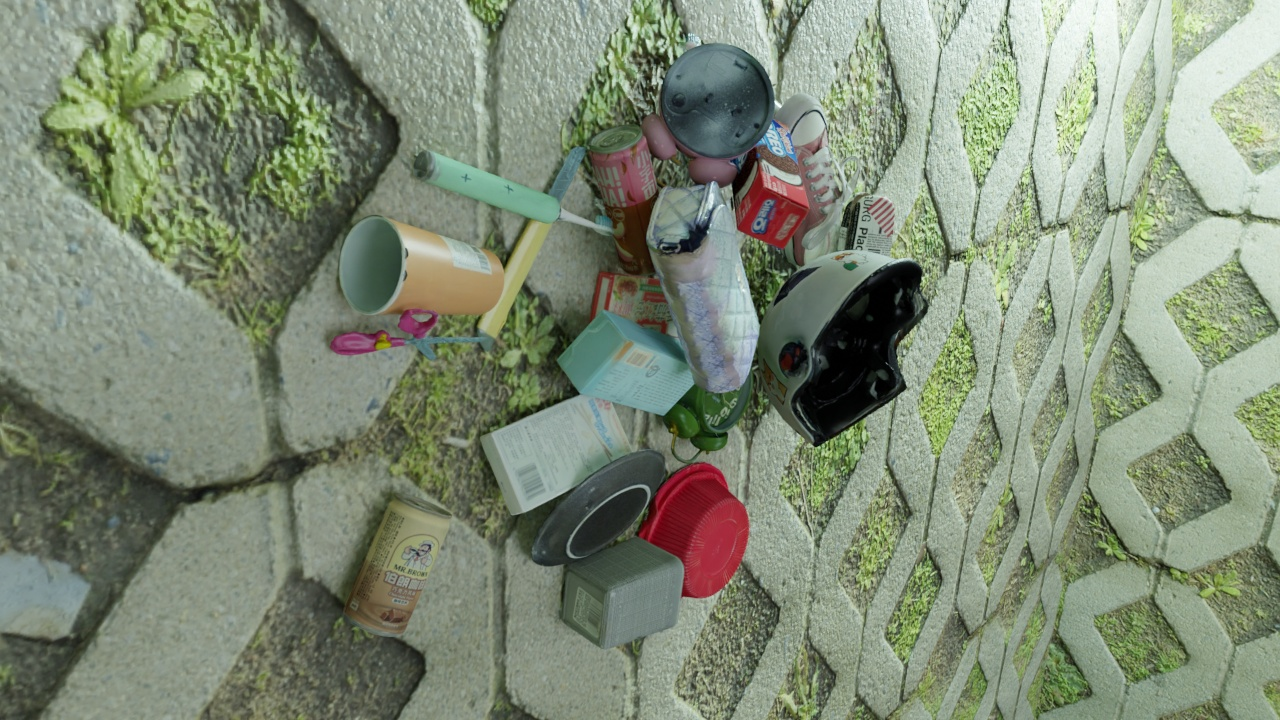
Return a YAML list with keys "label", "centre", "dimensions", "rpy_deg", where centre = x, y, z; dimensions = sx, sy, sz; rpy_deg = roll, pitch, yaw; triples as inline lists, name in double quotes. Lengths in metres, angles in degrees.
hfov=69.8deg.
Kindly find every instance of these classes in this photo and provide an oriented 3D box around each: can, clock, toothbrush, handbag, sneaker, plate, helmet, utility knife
- label: "can"
  centre: [-0.008, -0.160, 0.931]
  dimensions: [0.057, 0.058, 0.147]
  rpy_deg: [-42, 132, -32]
- label: "clock"
  centre: [0.065, -0.244, 0.945]
  dimensions: [0.158, 0.117, 0.060]
  rpy_deg: [-59, -176, -4]
- label: "toothbrush"
  centre: [0.115, -0.311, 1.041]
  dimensions: [0.220, 0.027, 0.026]
  rpy_deg: [19, 67, -50]
- label: "toothbrush"
  centre: [-0.104, -0.145, 0.834]
  dimensions: [0.224, 0.027, 0.027]
  rpy_deg: [13, 70, -45]
- label: "handbag"
  centre: [0.068, -0.078, 0.932]
  dimensions: [0.133, 0.076, 0.194]
  rpy_deg: [-73, 151, -42]
- label: "sneaker"
  centre: [0.217, -0.209, 1.128]
  dimensions: [0.118, 0.088, 0.241]
  rpy_deg: [-34, 136, -24]
- label: "can"
  centre: [-0.216, 0.182, 0.820]
  dimensions: [0.058, 0.058, 0.116]
  rpy_deg: [29, 82, -50]
- label: "plate"
  centre: [-0.038, 0.167, 0.988]
  dimensions: [0.179, 0.024, 0.180]
  rpy_deg: [-31, 152, -19]
- label: "helmet"
  centre: [0.239, -0.033, 1.180]
  dimensions: [0.229, 0.157, 0.275]
  rpy_deg: [-29, 135, -29]
- label: "utility knife"
  centre: [-0.102, -0.110, 0.872]
  dimensions: [0.031, 0.022, 0.220]
  rpy_deg: [35, 84, -53]
- label: "clock"
  centre: [0.079, 0.048, 1.114]
  dimensions: [0.116, 0.056, 0.161]
  rpy_deg: [32, 79, -49]

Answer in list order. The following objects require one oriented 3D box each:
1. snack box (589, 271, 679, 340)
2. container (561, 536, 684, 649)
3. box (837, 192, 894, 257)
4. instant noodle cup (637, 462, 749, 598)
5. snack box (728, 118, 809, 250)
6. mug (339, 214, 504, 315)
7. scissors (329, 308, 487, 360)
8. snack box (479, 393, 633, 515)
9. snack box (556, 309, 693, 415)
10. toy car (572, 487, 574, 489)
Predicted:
- label: "snack box"
  centre: [0.006, -0.054, 1.014]
  dimensions: [0.152, 0.025, 0.075]
  rpy_deg: [2, 102, -50]
- label: "container"
  centre: [-0.024, 0.268, 1.057]
  dimensions: [0.114, 0.090, 0.090]
  rpy_deg: [-7, 109, -44]
- label: "box"
  centre: [0.319, -0.152, 1.295]
  dimensions: [0.075, 0.083, 0.163]
  rpy_deg: [-9, 113, -40]
- label: "instant noodle cup"
  centre: [0.077, 0.231, 1.176]
  dimensions: [0.193, 0.066, 0.194]
  rpy_deg: [-20, 119, -42]
- label: "snack box"
  centre: [0.132, -0.199, 0.982]
  dimensions: [0.057, 0.207, 0.058]
  rpy_deg: [21, 125, -13]
- label: "mug"
  centre: [-0.175, -0.072, 0.762]
  dimensions: [0.122, 0.078, 0.078]
  rpy_deg: [3, 102, -55]
- label: "scissors"
  centre: [-0.185, -0.020, 0.760]
  dimensions: [0.133, 0.131, 0.017]
  rpy_deg: [-1, 71, -35]
- label: "snack box"
  centre: [-0.082, 0.089, 0.936]
  dimensions: [0.156, 0.027, 0.084]
  rpy_deg: [-23, 90, -43]
- label: "snack box"
  centre: [-0.006, 0.006, 0.970]
  dimensions: [0.074, 0.051, 0.174]
  rpy_deg: [-46, 150, 15]
- label: "toy car"
  centre: [-0.056, 0.145, 1.015]
  dimensions: [0.048, 0.032, 0.105]
  rpy_deg: [1, 115, -50]
